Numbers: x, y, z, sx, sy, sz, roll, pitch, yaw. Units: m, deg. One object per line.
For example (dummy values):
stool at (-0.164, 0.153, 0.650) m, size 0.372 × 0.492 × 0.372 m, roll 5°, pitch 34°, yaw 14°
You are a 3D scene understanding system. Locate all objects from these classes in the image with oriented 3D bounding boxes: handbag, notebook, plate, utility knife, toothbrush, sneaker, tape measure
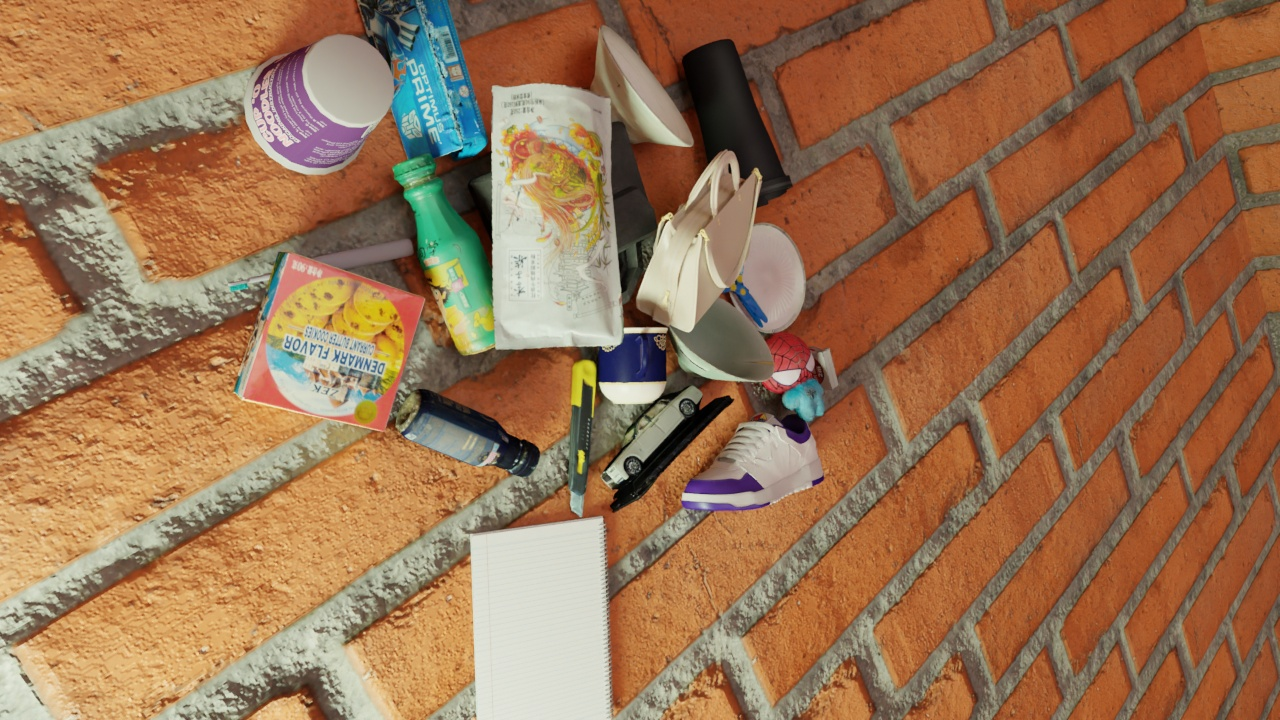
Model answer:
handbag at (0.081, -0.164, 1.097) m, size 0.194 × 0.101 × 0.198 m, roll -51°, pitch 161°, yaw -42°
notebook at (-0.110, 0.312, 1.057) m, size 0.177 × 0.013 × 0.245 m, roll -1°, pitch 88°, yaw -36°
plate at (0.177, -0.116, 1.297) m, size 0.156 × 0.014 × 0.157 m, roll 2°, pitch 87°, yaw -38°
utility knife at (-0.071, 0.092, 1.094) m, size 0.028 × 0.020 × 0.187 m, roll 6°, pitch 85°, yaw -35°
toothbrush at (-0.315, -0.095, 0.915) m, size 0.187 × 0.018 × 0.019 m, roll -19°, pitch 105°, yaw -37°
handbag at (-0.070, -0.148, 1.053) m, size 0.196 × 0.102 × 0.199 m, roll -33°, pitch 107°, yaw -34°
sneaker at (0.151, 0.129, 1.220) m, size 0.243 × 0.092 × 0.111 m, roll -10°, pitch 93°, yaw -41°
tape measure at (0.252, 0.010, 1.319) m, size 0.020 × 0.062 × 0.060 m, roll -30°, pitch 111°, yaw -35°

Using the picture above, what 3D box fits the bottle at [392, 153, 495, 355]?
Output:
bottle at (-0.200, -0.112, 0.969) m, size 0.067 × 0.068 × 0.210 m, roll -31°, pitch 108°, yaw -34°

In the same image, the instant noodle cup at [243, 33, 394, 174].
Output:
instant noodle cup at (-0.294, -0.257, 0.873) m, size 0.121 × 0.122 × 0.136 m, roll 25°, pitch 73°, yaw -34°

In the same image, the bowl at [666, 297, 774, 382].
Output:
bowl at (0.084, -0.014, 1.181) m, size 0.174 × 0.068 × 0.174 m, roll 26°, pitch 33°, yaw -19°

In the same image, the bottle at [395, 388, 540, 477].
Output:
bottle at (-0.181, 0.082, 0.985) m, size 0.160 × 0.056 × 0.056 m, roll 28°, pitch 71°, yaw -33°

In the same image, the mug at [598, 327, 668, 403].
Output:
mug at (-0.006, 0.006, 1.091) m, size 0.085 × 0.112 × 0.089 m, roll -1°, pitch 91°, yaw -14°

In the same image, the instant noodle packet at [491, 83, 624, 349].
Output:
instant noodle packet at (-0.086, -0.148, 0.958) m, size 0.146 × 0.057 × 0.269 m, roll -3°, pitch 91°, yaw -25°

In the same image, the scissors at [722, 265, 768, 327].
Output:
scissors at (0.134, -0.090, 1.245) m, size 0.070 × 0.022 × 0.130 m, roll -47°, pitch 118°, yaw -31°

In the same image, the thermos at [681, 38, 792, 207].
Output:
thermos at (0.122, -0.306, 1.216) m, size 0.105 × 0.106 × 0.218 m, roll -22°, pitch 96°, yaw -36°

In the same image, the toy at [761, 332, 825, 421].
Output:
toy at (0.211, 0.022, 1.273) m, size 0.092 × 0.062 × 0.133 m, roll -24°, pitch 77°, yaw -30°

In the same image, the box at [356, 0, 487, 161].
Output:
box at (-0.236, -0.328, 0.951) m, size 0.085 × 0.092 × 0.243 m, roll -19°, pitch 100°, yaw -16°

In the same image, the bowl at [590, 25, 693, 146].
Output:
bowl at (-0.012, -0.314, 1.109) m, size 0.176 × 0.058 × 0.176 m, roll 46°, pitch 21°, yaw -24°

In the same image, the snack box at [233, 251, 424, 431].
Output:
snack box at (-0.301, -0.016, 0.896) m, size 0.142 × 0.040 × 0.145 m, roll 19°, pitch 85°, yaw -37°

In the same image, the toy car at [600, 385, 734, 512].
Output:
toy car at (0.021, 0.096, 1.135) m, size 0.071 × 0.094 × 0.191 m, roll 45°, pitch 61°, yaw 2°
